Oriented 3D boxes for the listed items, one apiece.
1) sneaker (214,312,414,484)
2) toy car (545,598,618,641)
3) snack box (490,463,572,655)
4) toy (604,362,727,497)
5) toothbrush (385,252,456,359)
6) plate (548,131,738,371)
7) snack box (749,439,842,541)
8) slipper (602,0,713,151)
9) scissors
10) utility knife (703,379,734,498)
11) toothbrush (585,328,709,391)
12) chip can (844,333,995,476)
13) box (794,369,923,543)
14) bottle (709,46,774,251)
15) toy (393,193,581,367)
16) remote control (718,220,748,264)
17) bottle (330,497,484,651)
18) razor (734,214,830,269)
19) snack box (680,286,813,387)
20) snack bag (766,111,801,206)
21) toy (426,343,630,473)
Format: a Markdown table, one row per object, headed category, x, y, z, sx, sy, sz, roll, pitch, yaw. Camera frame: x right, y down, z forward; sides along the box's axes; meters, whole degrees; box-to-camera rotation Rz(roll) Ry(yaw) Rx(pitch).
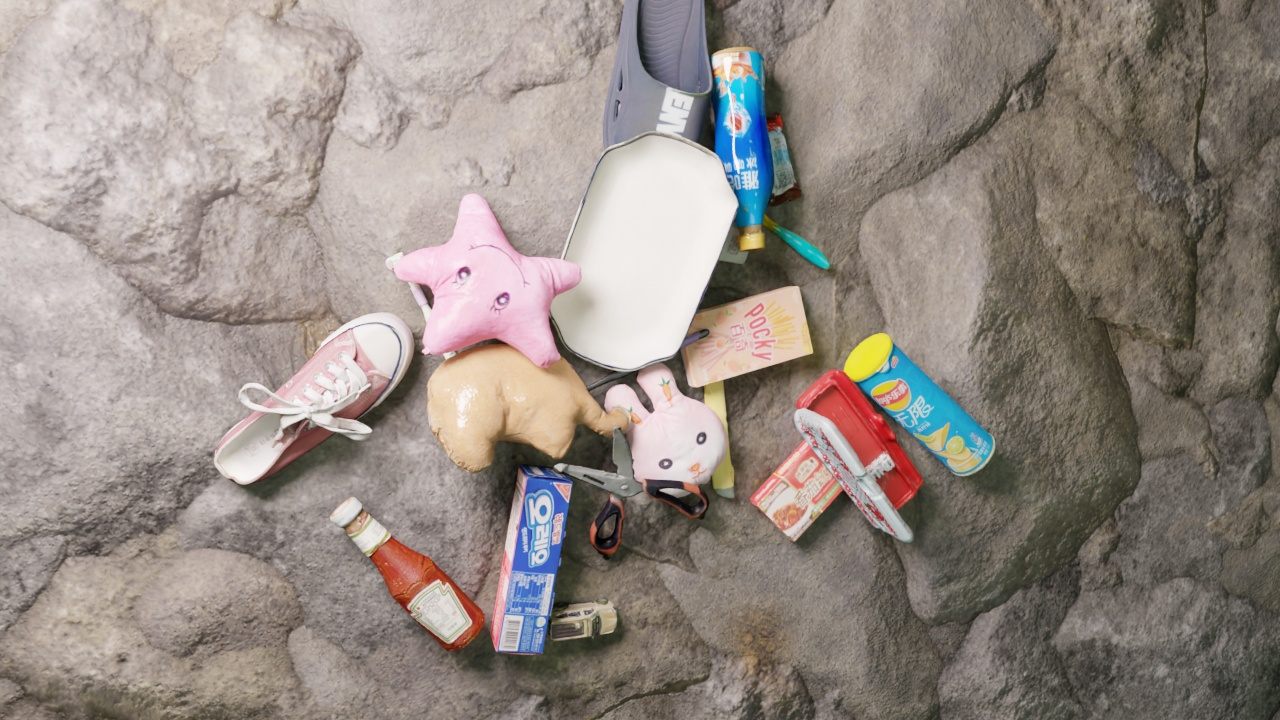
| category | x | y | z | sx | sy | sz | roll | pitch | yaw |
| --- | --- | --- | --- | --- | --- | --- | --- | --- | --- |
| sneaker | -0.331 | 0.044 | 0.936 | 0.241 | 0.088 | 0.118 | -39 | 106 | -7 |
| toy car | -0.069 | 0.309 | 1.082 | 0.090 | 0.035 | 0.042 | -3 | 100 | -18 |
| snack box | -0.124 | 0.224 | 1.040 | 0.057 | 0.058 | 0.207 | 8 | 96 | -17 |
| toy | 0.029 | 0.083 | 1.068 | 0.121 | 0.054 | 0.159 | -37 | 101 | -2 |
| toothbrush | -0.221 | -0.029 | 0.994 | 0.020 | 0.029 | 0.189 | -45 | 115 | -49 |
| plate | 0.000 | -0.117 | 1.006 | 0.162 | 0.034 | 0.266 | 19 | 107 | -7 |
| snack box | 0.215 | 0.145 | 1.144 | 0.153 | 0.025 | 0.075 | -46 | 108 | -5 |
| slipper | 0.024 | -0.305 | 0.992 | 0.110 | 0.083 | 0.268 | 3 | 96 | -15 |
| scissors | -0.007 | 0.150 | 1.030 | 0.188 | 0.015 | 0.225 | -7 | 132 | -15 |
| utility knife | 0.095 | 0.080 | 1.104 | 0.031 | 0.019 | 0.179 | -8 | 101 | -19 |
| toothbrush | -0.006 | 0.006 | 1.050 | 0.189 | 0.017 | 0.014 | -25 | 95 | -3 |
| chip can | 0.351 | 0.057 | 1.147 | 0.210 | 0.071 | 0.071 | 39 | 86 | -18 |
| box | 0.274 | 0.112 | 1.091 | 0.094 | 0.100 | 0.201 | -41 | 108 | -7 |
| bottle | 0.114 | -0.232 | 1.023 | 0.065 | 0.065 | 0.218 | -6 | 92 | -16 |
| toy | -0.158 | -0.065 | 0.954 | 0.194 | 0.075 | 0.178 | 38 | 71 | 1 |
| remote control | 0.068 | -0.141 | 1.051 | 0.124 | 0.024 | 0.049 | 6 | 125 | -17 |
| bottle | -0.255 | 0.232 | 1.002 | 0.059 | 0.060 | 0.206 | -41 | 107 | -7 |
| razor | 0.172 | -0.146 | 1.086 | 0.132 | 0.028 | 0.043 | 29 | 115 | -16 |
| snack box | 0.123 | -0.030 | 1.087 | 0.157 | 0.026 | 0.084 | -16 | 98 | -13 |
| snack bag | 0.158 | -0.234 | 1.070 | 0.045 | 0.026 | 0.105 | -24 | 105 | -21 |
| toy | -0.116 | 0.043 | 0.986 | 0.225 | 0.083 | 0.143 | -6 | 72 | -24 |
